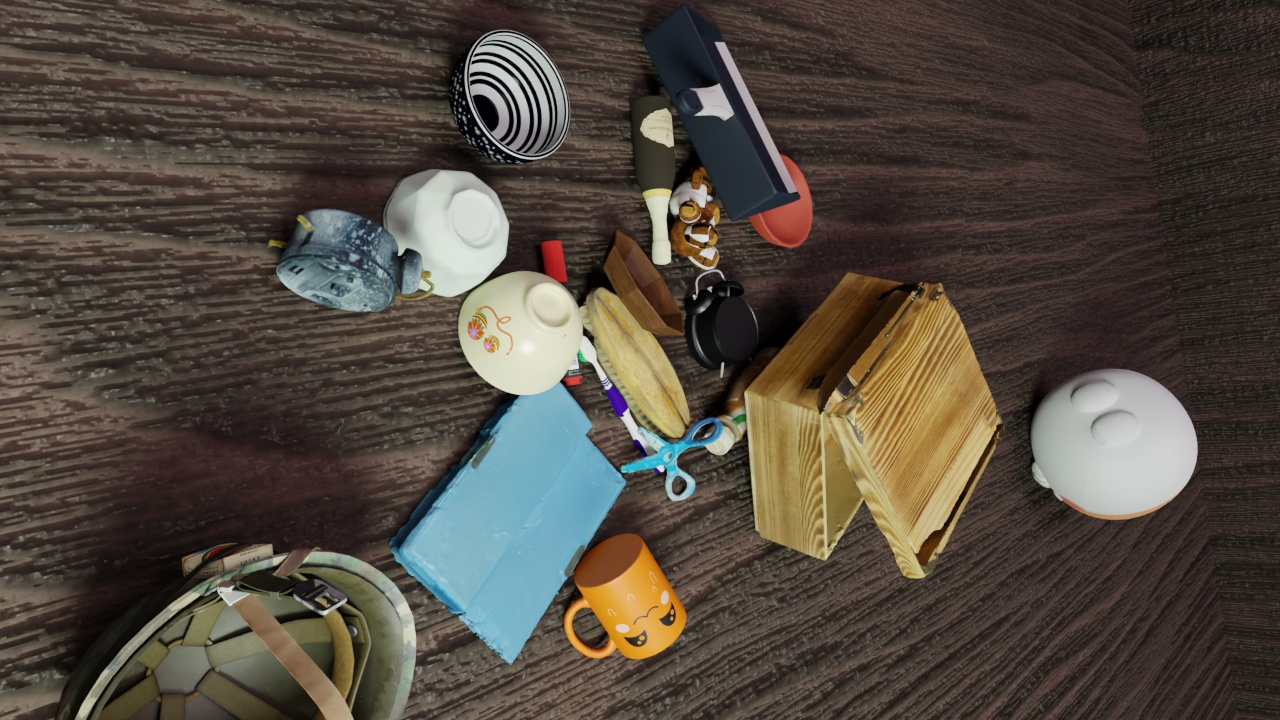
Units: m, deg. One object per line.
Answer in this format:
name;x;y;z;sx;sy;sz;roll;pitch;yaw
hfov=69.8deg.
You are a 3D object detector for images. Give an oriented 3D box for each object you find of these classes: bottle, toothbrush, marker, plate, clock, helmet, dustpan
bottle;0.129;0.050;1.088;0.166;0.059;0.059;-45;115;-38
toothbrush;-0.022;0.048;0.971;0.015;0.016;0.187;-49;120;-36
marker;-0.080;-0.047;0.923;0.023;0.021;0.145;-10;92;-67
plate;0.000;-0.076;0.966;0.131;0.025;0.131;51;17;-23
clock;-0.227;-0.073;0.735;0.129;0.090;0.052;26;60;-36
helmet;-0.237;0.213;0.575;0.223;0.237;0.193;-20;103;-34
dustpan;0.098;-0.285;1.042;0.272;0.080;0.236;-25;89;-48
clock;0.094;-0.047;1.079;0.091;0.043;0.121;-24;101;-44
bottle;0.018;-0.199;1.024;0.045;0.045;0.184;0;84;-45

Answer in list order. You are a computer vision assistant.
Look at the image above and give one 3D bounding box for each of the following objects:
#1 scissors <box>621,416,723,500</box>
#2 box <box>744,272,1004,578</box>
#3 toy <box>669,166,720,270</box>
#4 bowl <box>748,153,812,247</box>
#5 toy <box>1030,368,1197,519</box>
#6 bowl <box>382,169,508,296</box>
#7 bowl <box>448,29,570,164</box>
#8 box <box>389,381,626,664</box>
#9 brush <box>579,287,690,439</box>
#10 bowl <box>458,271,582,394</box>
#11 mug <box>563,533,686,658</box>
scissors;0.039;0.094;0.988;0.127;0.012;0.137;-49;132;-4
box;0.283;0.061;1.077;0.278;0.221;0.259;-43;135;-38
toy;0.064;-0.168;1.050;0.087;0.067;0.112;75;27;-64
bowl;0.173;-0.203;1.185;0.121;0.035;0.122;8;79;-44
toy;0.835;0.160;1.639;0.281;0.266;0.262;57;15;-46
bowl;-0.164;-0.120;0.823;0.117;0.061;0.117;8;79;-43
bowl;-0.133;-0.241;0.866;0.120;0.067;0.120;8;79;-44
box;-0.108;0.141;0.864;0.174;0.034;0.230;54;51;-27
brush;-0.006;0.006;0.973;0.059;0.043;0.195;-50;119;-35
bowl;-0.098;-0.036;0.844;0.118;0.074;0.117;14;62;-29
mug;-0.024;0.243;0.909;0.112;0.078;0.096;-33;110;-10
